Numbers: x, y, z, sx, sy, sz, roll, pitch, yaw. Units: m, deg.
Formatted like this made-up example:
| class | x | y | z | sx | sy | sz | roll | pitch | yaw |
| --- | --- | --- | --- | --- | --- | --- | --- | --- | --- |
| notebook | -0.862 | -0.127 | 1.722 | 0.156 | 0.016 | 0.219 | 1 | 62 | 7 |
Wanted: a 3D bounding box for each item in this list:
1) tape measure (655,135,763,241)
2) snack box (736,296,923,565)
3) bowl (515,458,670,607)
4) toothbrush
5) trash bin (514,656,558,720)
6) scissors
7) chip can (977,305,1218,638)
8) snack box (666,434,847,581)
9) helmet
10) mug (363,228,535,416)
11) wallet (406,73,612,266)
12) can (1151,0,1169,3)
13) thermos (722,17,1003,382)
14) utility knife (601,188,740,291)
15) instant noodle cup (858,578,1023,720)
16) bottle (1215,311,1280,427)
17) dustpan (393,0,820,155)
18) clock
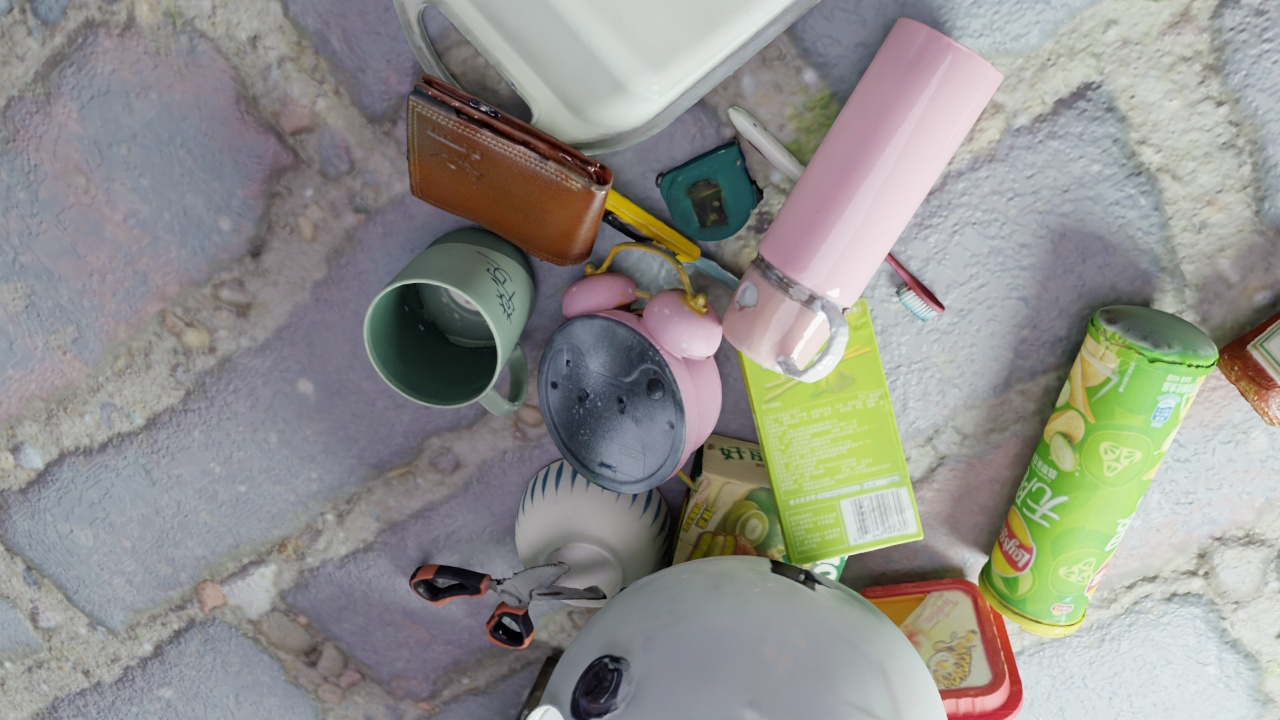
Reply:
| class | x | y | z | sx | sy | sz | roll | pitch | yaw |
| --- | --- | --- | --- | --- | --- | --- | --- | --- | --- |
| tape measure | 0.044 | -0.101 | 0.562 | 0.058 | 0.025 | 0.054 | -21 | 111 | 18 |
| snack box | 0.117 | 0.045 | 0.582 | 0.086 | 0.026 | 0.156 | -14 | 88 | 3 |
| bowl | -0.038 | 0.135 | 0.670 | 0.116 | 0.066 | 0.117 | 3 | 117 | 6 |
| toothbrush | 0.120 | -0.088 | 0.564 | 0.187 | 0.016 | 0.017 | 41 | 125 | -13 |
| trash bin | -0.020 | 0.371 | 0.724 | 0.220 | 0.198 | 0.199 | 26 | 117 | 1 |
| scissors | -0.096 | 0.178 | 0.677 | 0.197 | 0.015 | 0.214 | 15 | 142 | 21 |
| chip can | 0.287 | 0.072 | 0.587 | 0.072 | 0.072 | 0.222 | 11 | 117 | 2 |
| snack box | 0.072 | 0.176 | 0.676 | 0.114 | 0.063 | 0.240 | 12 | 117 | 2 |
| helmet | 0.063 | 0.202 | 0.563 | 0.259 | 0.145 | 0.229 | -11 | 136 | 40 |
| mug | -0.106 | -0.021 | 0.578 | 0.082 | 0.106 | 0.112 | -28 | 109 | 19 |
| wallet | -0.078 | -0.107 | 0.540 | 0.124 | 0.032 | 0.101 | 26 | 157 | 0 |
| can | 0.235 | -0.249 | 0.440 | 0.058 | 0.058 | 0.146 | -37 | 106 | 23 |
| thermos | 0.121 | -0.081 | 0.510 | 0.067 | 0.087 | 0.199 | 20 | 109 | -34 |
| utility knife | -0.003 | -0.085 | 0.568 | 0.218 | 0.033 | 0.015 | 30 | 73 | -14 |
| instant noodle cup | 0.209 | 0.239 | 0.667 | 0.117 | 0.116 | 0.124 | -9 | 126 | 12 |
| bottle | 0.436 | -0.041 | 0.516 | 0.060 | 0.059 | 0.206 | 43 | 114 | -14 |
| dustpan | -0.014 | -0.245 | 0.507 | 0.257 | 0.143 | 0.222 | -46 | 105 | -5 |
| clock | -0.003 | 0.003 | 0.583 | 0.117 | 0.059 | 0.159 | 18 | 116 | 33 |
